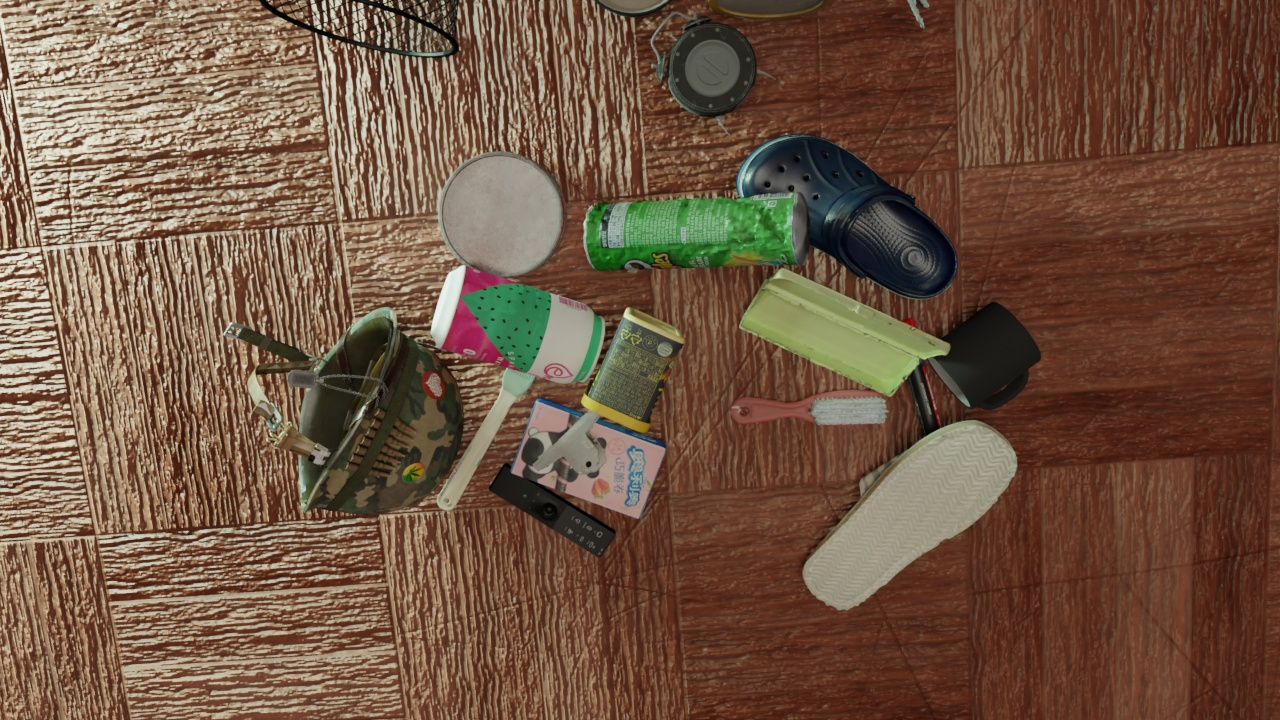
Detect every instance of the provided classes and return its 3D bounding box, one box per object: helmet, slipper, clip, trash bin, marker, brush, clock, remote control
[{"bbox_3d":[-0.295,0.049,0.928,0.236,0.192,0.225,8,115,-26],"label":"helmet"},{"bbox_3d":[0.289,0.170,1.008,0.114,0.054,0.273,42,108,-8],"label":"slipper"},{"bbox_3d":[-0.064,0.097,0.983,0.102,0.041,0.054,-45,82,7],"label":"clip"},{"bbox_3d":[-0.246,-0.421,0.867,0.184,0.184,0.210,11,94,0],"label":"trash bin"},{"bbox_3d":[0.305,0.026,1.000,0.023,0.021,0.145,-22,100,-25],"label":"marker"},{"bbox_3d":[0.185,0.055,1.004,0.172,0.030,0.041,-2,99,2],"label":"brush"},{"bbox_3d":[-0.171,0.078,1.026,0.033,0.012,0.218,31,100,-3],"label":"brush"},{"bbox_3d":[0.222,-0.148,0.938,0.253,0.095,0.105,30,101,-7],"label":"slipper"},{"bbox_3d":[0.068,-0.300,0.940,0.123,0.043,0.091,39,98,-5],"label":"clock"},{"bbox_3d":[-0.099,0.170,1.038,0.150,0.013,0.034,32,99,-4],"label":"remote control"},{"bbox_3d":[0.142,-0.388,0.886,0.159,0.117,0.081,2,96,8],"label":"clock"}]

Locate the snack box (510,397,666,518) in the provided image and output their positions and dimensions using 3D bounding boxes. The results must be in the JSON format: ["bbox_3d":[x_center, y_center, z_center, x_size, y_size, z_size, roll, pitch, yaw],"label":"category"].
[{"bbox_3d":[-0.057,0.108,1.016,0.154,0.033,0.088,21,99,-2],"label":"snack box"}]

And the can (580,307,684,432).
[{"bbox_3d":[-0.006,0.006,0.950,0.072,0.130,0.101,24,96,-3],"label":"can"}]

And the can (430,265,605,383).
[{"bbox_3d":[-0.127,-0.035,0.952,0.165,0.088,0.088,17,100,-17],"label":"can"}]

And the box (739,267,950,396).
[{"bbox_3d":[0.208,-0.034,0.949,0.188,0.141,0.048,24,68,-1],"label":"box"}]

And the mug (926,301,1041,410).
[{"bbox_3d":[0.369,0.006,0.974,0.088,0.078,0.113,-37,124,7],"label":"mug"}]

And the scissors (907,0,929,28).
[{"bbox_3d":[0.241,-0.412,0.897,0.014,0.167,0.170,-24,143,36],"label":"scissors"}]

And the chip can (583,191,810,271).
[{"bbox_3d":[0.057,-0.128,0.918,0.224,0.075,0.075,1,100,23],"label":"chip can"}]

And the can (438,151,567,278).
[{"bbox_3d":[-0.144,-0.153,0.969,0.130,0.044,0.130,0,99,1],"label":"can"}]

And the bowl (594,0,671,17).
[{"bbox_3d":[-0.006,-0.399,0.917,0.115,0.059,0.115,0,99,1],"label":"bowl"}]
